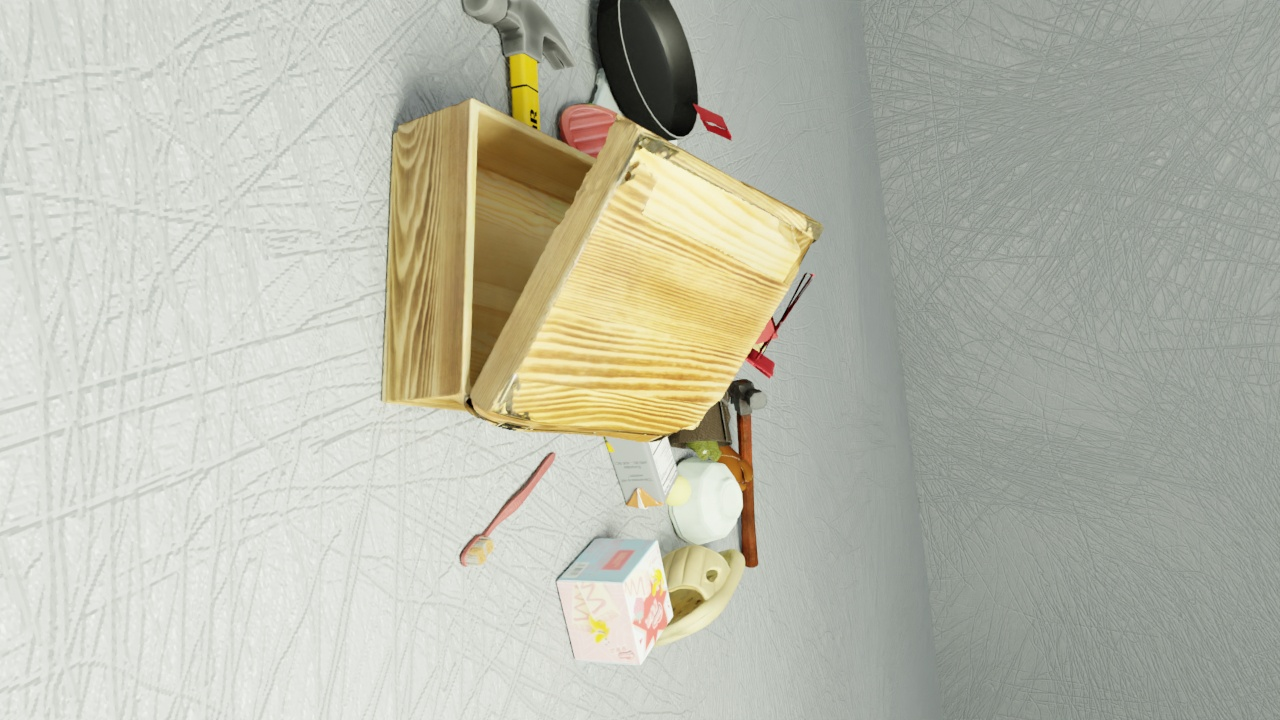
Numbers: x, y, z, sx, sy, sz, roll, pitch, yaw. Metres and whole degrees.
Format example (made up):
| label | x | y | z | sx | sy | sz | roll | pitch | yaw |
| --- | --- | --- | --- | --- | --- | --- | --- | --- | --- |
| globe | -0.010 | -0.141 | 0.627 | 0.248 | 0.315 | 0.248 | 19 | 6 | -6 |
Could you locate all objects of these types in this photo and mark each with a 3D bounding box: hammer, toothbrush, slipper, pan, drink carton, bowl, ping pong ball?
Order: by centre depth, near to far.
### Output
| label | x | y | z | sx | sy | sz | roll | pitch | yaw |
| --- | --- | --- | --- | --- | --- | --- | --- | --- | --- |
| toothbrush | -0.115 | 0.133 | 0.852 | 0.184 | 0.016 | 0.015 | -52 | 138 | -58 |
| hammer | -0.108 | -0.196 | 0.908 | 0.169 | 0.034 | 0.324 | -1 | 88 | -66 |
| slipper | -0.020 | -0.164 | 1.008 | 0.103 | 0.059 | 0.248 | -24 | 87 | -32 |
| drink carton | -0.001 | 0.101 | 1.061 | 0.076 | 0.049 | 0.125 | -56 | 135 | -54 |
| pan | -0.015 | -0.434 | 1.096 | 0.203 | 0.044 | 0.356 | -52 | 126 | -54 |
| slipper | 0.056 | 0.266 | 1.113 | 0.079 | 0.111 | 0.261 | 63 | 21 | 4 |
| ping pong ball | 0.044 | 0.164 | 1.156 | 0.040 | 0.040 | 0.040 | -4 | 90 | -65 |
| bowl | 0.095 | 0.184 | 1.209 | 0.117 | 0.061 | 0.117 | 12 | 75 | -50 |
| hammer | 0.158 | 0.172 | 1.369 | 0.111 | 0.028 | 0.301 | -138 | -140 | -65 |

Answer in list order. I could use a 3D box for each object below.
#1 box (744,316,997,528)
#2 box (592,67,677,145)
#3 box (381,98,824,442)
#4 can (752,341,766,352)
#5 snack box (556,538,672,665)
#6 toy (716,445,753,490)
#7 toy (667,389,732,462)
| label | x | y | z | sx | sy | sz | roll | pitch | yaw |
| --- | --- | --- | --- | --- | --- | --- | --- | --- | --- |
| box | 0.245 | 0.033 | 1.205 | 0.467 | 0.138 | 0.214 | 53 | 9 | 2 |
| box | -0.004 | -0.280 | 1.140 | 0.190 | 0.038 | 0.208 | 63 | 31 | -43 |
| box | -0.021 | -0.050 | 0.752 | 0.278 | 0.265 | 0.269 | 12 | 77 | -54 |
| can | 0.153 | -0.086 | 1.400 | 0.131 | 0.073 | 0.100 | 57 | 40 | -46 |
| snack box | -0.024 | 0.247 | 0.950 | 0.092 | 0.080 | 0.095 | -37 | 120 | -61 |
| toy | 0.105 | 0.157 | 1.301 | 0.103 | 0.071 | 0.090 | 49 | 51 | -18 |
| toy | 0.077 | 0.055 | 1.200 | 0.179 | 0.078 | 0.152 | 18 | 66 | -61 |
